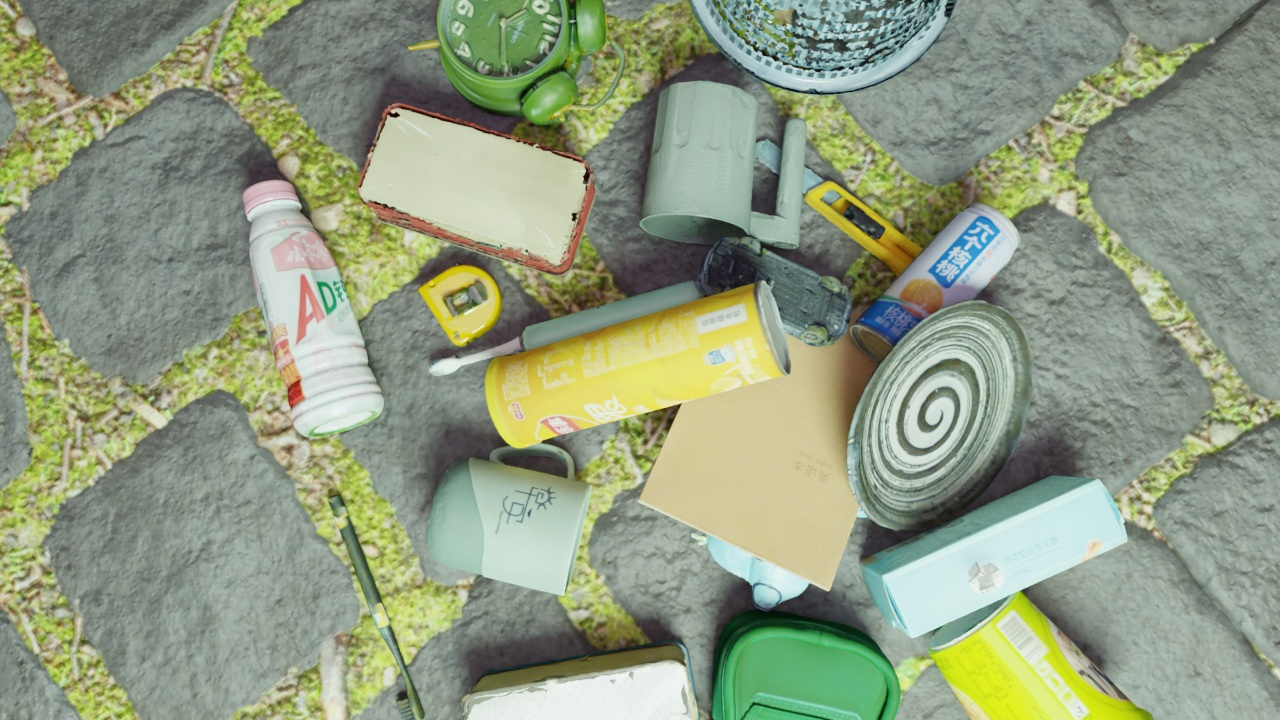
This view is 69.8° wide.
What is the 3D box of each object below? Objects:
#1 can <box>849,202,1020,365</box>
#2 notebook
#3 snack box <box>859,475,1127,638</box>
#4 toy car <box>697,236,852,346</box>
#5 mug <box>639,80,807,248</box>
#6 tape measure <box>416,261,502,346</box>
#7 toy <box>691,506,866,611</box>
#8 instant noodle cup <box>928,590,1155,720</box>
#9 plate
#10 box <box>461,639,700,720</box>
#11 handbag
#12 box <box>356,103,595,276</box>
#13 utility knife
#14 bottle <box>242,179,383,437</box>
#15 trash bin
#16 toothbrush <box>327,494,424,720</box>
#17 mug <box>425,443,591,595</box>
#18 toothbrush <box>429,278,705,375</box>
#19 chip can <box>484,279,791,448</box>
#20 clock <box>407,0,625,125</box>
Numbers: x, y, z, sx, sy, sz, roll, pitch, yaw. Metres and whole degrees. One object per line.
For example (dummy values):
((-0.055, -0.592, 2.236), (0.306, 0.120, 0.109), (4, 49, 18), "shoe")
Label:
((0.220, -0.054, 0.684), (0.053, 0.053, 0.134), (44, 82, 4), "can")
((0.108, 0.042, 0.684), (0.149, 0.012, 0.211), (25, 69, 4), "notebook")
((0.254, 0.141, 0.674), (0.175, 0.074, 0.051), (-24, 86, -1), "snack box")
((0.102, -0.050, 0.693), (0.120, 0.037, 0.054), (22, 68, -9), "toy car")
((0.066, -0.145, 0.701), (0.124, 0.084, 0.103), (7, 84, -9), "mug")
((-0.138, -0.047, 0.720), (0.057, 0.029, 0.060), (-33, 86, -2), "tape measure")
((0.113, 0.103, 0.693), (0.156, 0.050, 0.161), (-7, 79, 0), "toy")
((0.275, 0.233, 0.656), (0.111, 0.112, 0.123), (-37, 77, -2), "instant noodle cup")
((0.216, 0.041, 0.670), (0.179, 0.024, 0.180), (-11, 114, -27), "plate")
((-0.035, 0.265, 0.678), (0.184, 0.061, 0.089), (-8, 86, -2), "box")
((0.117, 0.249, 0.671), (0.131, 0.068, 0.120), (9, 86, 2), "handbag")
((-0.124, -0.129, 0.702), (0.168, 0.077, 0.091), (17, 85, 3), "box")
((0.171, -0.108, 0.725), (0.215, 0.015, 0.033), (38, 84, 4), "utility knife")
((-0.258, -0.042, 0.706), (0.068, 0.068, 0.197), (-21, 81, -1), "bottle")
((0.146, -0.334, 0.654), (0.226, 0.195, 0.226), (0, 85, 1), "trash bin")
((-0.207, 0.192, 0.710), (0.017, 0.012, 0.186), (-23, 85, 10), "toothbrush")
((-0.094, 0.109, 0.686), (0.106, 0.082, 0.111), (13, 55, 3), "mug")
((-0.057, -0.022, 0.717), (0.224, 0.027, 0.026), (-16, 114, 0), "toothbrush")
((-0.004, 0.004, 0.662), (0.214, 0.072, 0.072), (-17, 85, 17), "chip can")
((-0.089, -0.250, 0.721), (0.161, 0.056, 0.116), (25, 87, 3), "clock")
